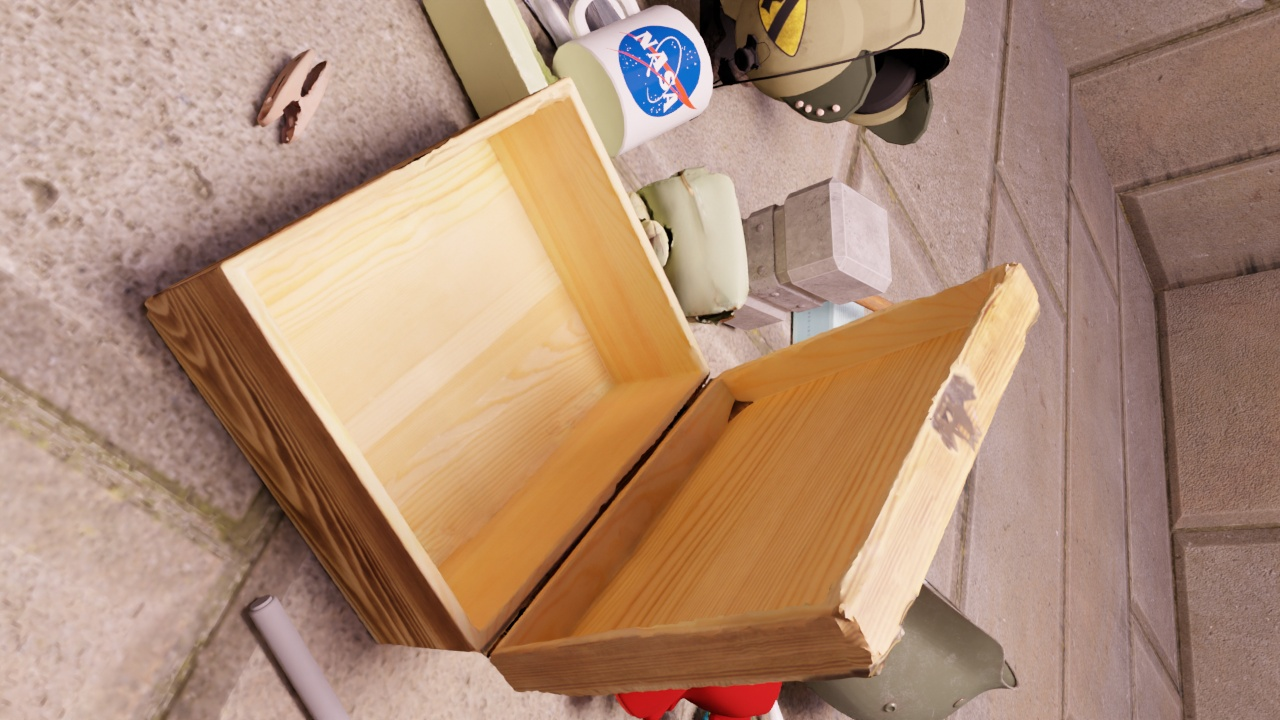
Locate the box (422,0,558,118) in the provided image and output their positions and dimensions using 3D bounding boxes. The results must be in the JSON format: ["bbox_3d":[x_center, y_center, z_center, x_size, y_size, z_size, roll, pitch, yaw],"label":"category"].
[{"bbox_3d":[-0.072,-0.191,0.659,0.097,0.082,0.188,-42,113,-36],"label":"box"}]

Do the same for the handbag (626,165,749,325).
[{"bbox_3d":[0.019,-0.075,0.718,0.186,0.117,0.113,168,-88,-86],"label":"handbag"}]

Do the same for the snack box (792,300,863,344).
[{"bbox_3d":[0.201,-0.003,0.979,0.075,0.053,0.174,28,60,-45],"label":"snack box"}]

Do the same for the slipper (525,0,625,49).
[{"bbox_3d":[-0.073,-0.339,0.717,0.264,0.063,0.111,54,43,-31],"label":"slipper"}]

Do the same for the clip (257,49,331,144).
[{"bbox_3d":[-0.202,-0.155,0.529,0.049,0.026,0.061,-8,93,-49],"label":"clip"}]

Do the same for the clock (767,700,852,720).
[{"bbox_3d":[0.139,0.382,0.770,0.125,0.073,0.160,44,48,-36],"label":"clock"}]

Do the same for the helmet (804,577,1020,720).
[{"bbox_3d":[0.204,0.230,0.810,0.267,0.154,0.227,35,11,-18],"label":"helmet"}]

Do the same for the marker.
[{"bbox_3d":[-0.165,0.184,0.483,0.016,0.016,0.140,-42,113,-49],"label":"marker"}]

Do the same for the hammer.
[{"bbox_3d":[0.212,-0.064,0.894,0.317,0.163,0.082,17,66,-43],"label":"hammer"}]

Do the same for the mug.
[{"bbox_3d":[-0.013,-0.231,0.714,0.090,0.091,0.121,-33,107,-26],"label":"mug"}]

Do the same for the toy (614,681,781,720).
[{"bbox_3d":[0.036,0.185,0.653,0.197,0.121,0.158,45,59,-29],"label":"toy"}]

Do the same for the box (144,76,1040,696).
[{"bbox_3d":[0.002,0.002,0.486,0.278,0.337,0.287,-47,119,-45],"label":"box"}]

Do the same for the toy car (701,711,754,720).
[{"bbox_3d":[0.052,0.307,0.714,0.105,0.032,0.048,-47,118,-41],"label":"toy car"}]

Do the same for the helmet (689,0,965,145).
[{"bbox_3d":[0.157,-0.308,0.825,0.249,0.256,0.233,-9,90,-54],"label":"helmet"}]
